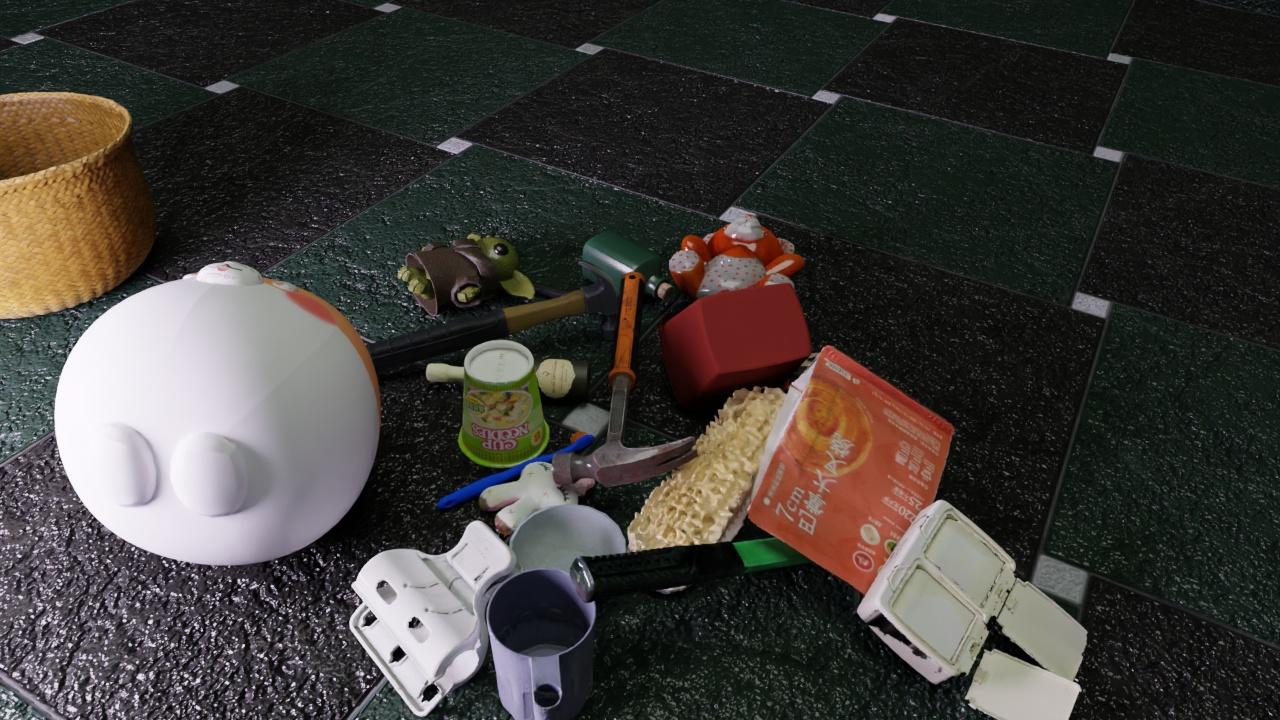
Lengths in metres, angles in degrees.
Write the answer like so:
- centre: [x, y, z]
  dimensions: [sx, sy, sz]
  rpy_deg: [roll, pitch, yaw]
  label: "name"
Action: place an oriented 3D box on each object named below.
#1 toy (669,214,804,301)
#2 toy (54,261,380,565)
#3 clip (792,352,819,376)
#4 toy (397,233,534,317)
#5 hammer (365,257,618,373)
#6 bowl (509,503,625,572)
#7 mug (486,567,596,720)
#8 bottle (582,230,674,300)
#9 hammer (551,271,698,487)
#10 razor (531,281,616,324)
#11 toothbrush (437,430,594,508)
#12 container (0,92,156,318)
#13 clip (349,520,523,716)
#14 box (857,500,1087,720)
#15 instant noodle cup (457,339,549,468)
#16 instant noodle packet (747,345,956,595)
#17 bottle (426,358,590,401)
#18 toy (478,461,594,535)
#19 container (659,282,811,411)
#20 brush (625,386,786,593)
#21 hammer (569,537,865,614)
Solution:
- centre: [0.130, -0.129, 1.197]
  dimensions: [0.164, 0.093, 0.172]
  rpy_deg: [11, 39, 13]
  label: "toy"
- centre: [-0.365, 0.039, 0.834]
  dimensions: [0.263, 0.266, 0.280]
  rpy_deg: [6, 24, 1]
  label: "toy"
- centre: [0.203, 0.002, 1.093]
  dimensions: [0.061, 0.024, 0.041]
  rpy_deg: [12, 40, 17]
  label: "clip"
- centre: [-0.228, -0.114, 1.170]
  dimensions: [0.152, 0.078, 0.179]
  rpy_deg: [-21, 42, -28]
  label: "toy"
- centre: [-0.184, -0.037, 1.068]
  dimensions: [0.332, 0.118, 0.025]
  rpy_deg: [-16, 40, -13]
  label: "hammer"
- centre: [-0.067, 0.184, 0.843]
  dimensions: [0.106, 0.039, 0.106]
  rpy_deg: [1, 39, -1]
  label: "bowl"
- centre: [-0.074, 0.244, 0.719]
  dimensions: [0.083, 0.104, 0.123]
  rpy_deg: [-4, 40, -8]
  label: "mug"
- centre: [-0.011, -0.114, 1.194]
  dimensions: [0.131, 0.061, 0.061]
  rpy_deg: [32, 45, 31]
  label: "bottle"
- centre: [-0.006, 0.006, 0.986]
  dimensions: [0.138, 0.035, 0.313]
  rpy_deg: [-5, 41, 9]
  label: "hammer"
- centre: [-0.093, -0.081, 1.181]
  dimensions: [0.144, 0.022, 0.042]
  rpy_deg: [19, 41, 20]
  label: "razor"
- centre: [-0.127, 0.112, 0.948]
  dimensions: [0.182, 0.016, 0.018]
  rpy_deg: [-22, 40, -27]
  label: "toothbrush"
- centre: [-0.774, -0.194, 1.149]
  dimensions: [0.307, 0.197, 0.306]
  rpy_deg: [0, 40, 0]
  label: "container"
- centre: [-0.172, 0.199, 0.769]
  dimensions: [0.126, 0.096, 0.152]
  rpy_deg: [38, 82, 31]
  label: "clip"
- centre: [0.295, 0.222, 0.790]
  dimensions: [0.184, 0.050, 0.143]
  rpy_deg: [40, 55, 7]
  label: "box"
- centre: [-0.145, 0.042, 0.961]
  dimensions: [0.099, 0.108, 0.098]
  rpy_deg: [2, 40, -2]
  label: "instant noodle cup"
- centre: [0.199, 0.112, 0.870]
  dimensions: [0.164, 0.084, 0.220]
  rpy_deg: [34, 43, -3]
  label: "instant noodle packet"
- centre: [-0.150, 0.018, 1.037]
  dimensions: [0.184, 0.045, 0.045]
  rpy_deg: [3, 39, 1]
  label: "bottle"
- centre: [-0.098, 0.130, 0.910]
  dimensions: [0.122, 0.038, 0.079]
  rpy_deg: [-20, 37, -29]
  label: "toy"
- centre: [0.097, -0.012, 1.052]
  dimensions: [0.148, 0.201, 0.127]
  rpy_deg: [-11, 78, -16]
  label: "container"
- centre: [0.077, 0.122, 0.914]
  dimensions: [0.083, 0.057, 0.270]
  rpy_deg: [25, 45, 22]
  label: "brush"
- centre: [0.083, 0.171, 0.792]
  dimensions: [0.318, 0.032, 0.130]
  rpy_deg: [2, 44, -35]
  label: "hammer"
